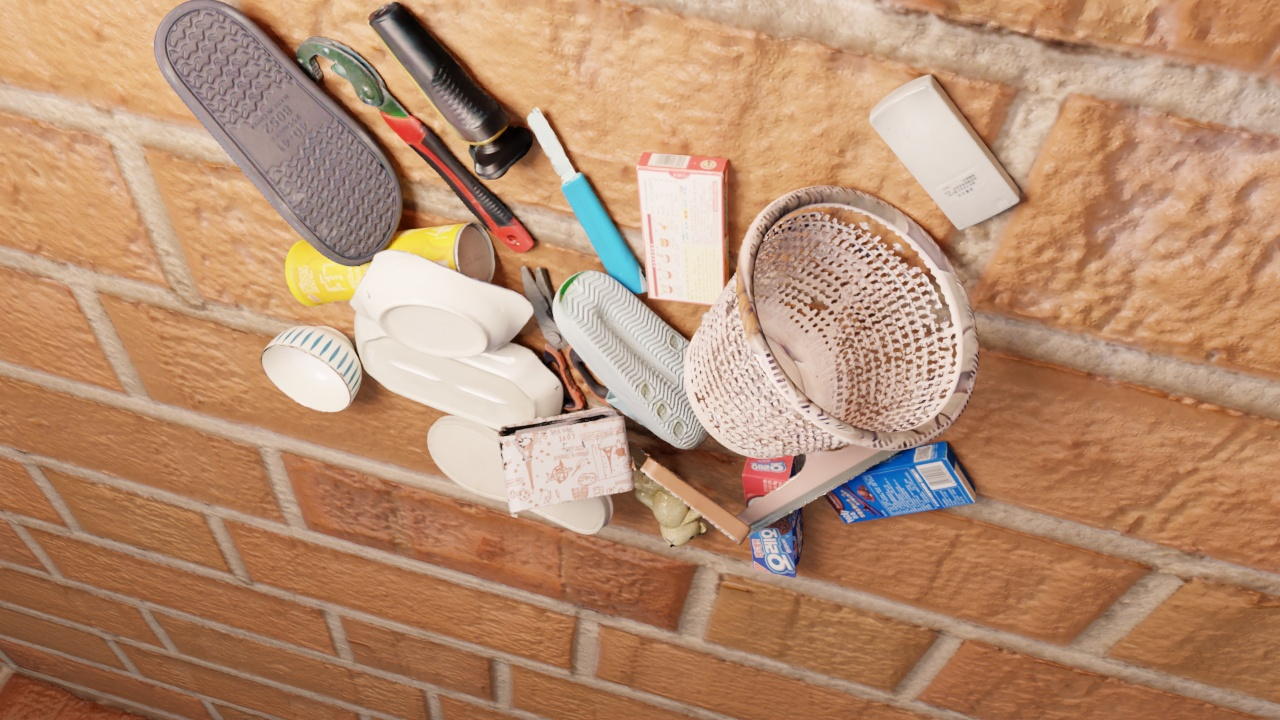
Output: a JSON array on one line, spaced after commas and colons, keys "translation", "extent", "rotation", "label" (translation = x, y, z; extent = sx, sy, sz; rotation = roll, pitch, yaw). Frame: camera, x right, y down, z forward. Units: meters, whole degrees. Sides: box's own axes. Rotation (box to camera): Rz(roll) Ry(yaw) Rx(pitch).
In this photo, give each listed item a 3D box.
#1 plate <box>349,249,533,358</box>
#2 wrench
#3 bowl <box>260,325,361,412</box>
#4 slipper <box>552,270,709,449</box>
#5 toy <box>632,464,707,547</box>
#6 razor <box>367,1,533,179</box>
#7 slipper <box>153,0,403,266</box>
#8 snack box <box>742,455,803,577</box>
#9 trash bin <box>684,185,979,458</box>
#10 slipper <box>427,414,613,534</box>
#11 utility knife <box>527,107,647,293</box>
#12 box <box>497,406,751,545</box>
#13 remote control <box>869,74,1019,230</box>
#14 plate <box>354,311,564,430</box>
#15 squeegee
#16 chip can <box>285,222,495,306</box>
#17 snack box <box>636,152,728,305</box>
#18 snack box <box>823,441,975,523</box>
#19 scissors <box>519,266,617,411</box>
[{"translation": [-0.203, -0.042, 0.918], "extent": [0.163, 0.034, 0.165], "rotation": [20, 151, -21], "label": "plate"}, {"translation": [-0.201, -0.196, 0.855], "extent": [0.056, 0.016, 0.273], "rotation": [-24, 124, 42], "label": "wrench"}, {"translation": [-0.385, 0.001, 1.100], "extent": [0.116, 0.066, 0.117], "rotation": [13, 139, 11], "label": "bowl"}, {"translation": [-0.006, 0.005, 0.937], "extent": [0.074, 0.103, 0.245], "rotation": [-9, 137, 47], "label": "slipper"}, {"translation": [0.032, 0.179, 1.140], "extent": [0.105, 0.066, 0.157], "rotation": [1, 143, 28], "label": "toy"}, {"translation": [-0.165, -0.231, 0.783], "extent": [0.167, 0.062, 0.068], "rotation": [48, 163, -23], "label": "razor"}, {"translation": [-0.324, -0.207, 0.842], "extent": [0.268, 0.110, 0.083], "rotation": [53, 168, -34], "label": "slipper"}, {"translation": [0.163, 0.182, 1.103], "extent": [0.058, 0.057, 0.208], "rotation": [6, 138, 18], "label": "snack box"}, {"translation": [0.143, -0.008, 0.804], "extent": [0.227, 0.226, 0.193], "rotation": [29, 151, -11], "label": "trash bin"}, {"translation": [-0.149, 0.135, 1.149], "extent": [0.275, 0.054, 0.114], "rotation": [18, 122, 23], "label": "slipper"}, {"translation": [-0.049, -0.143, 0.853], "extent": [0.034, 0.018, 0.216], "rotation": [-7, 135, 29], "label": "utility knife"}, {"translation": [-0.022, 0.116, 0.978], "extent": [0.273, 0.125, 0.179], "rotation": [14, 179, -7], "label": "box"}, {"translation": [0.240, -0.162, 0.724], "extent": [0.135, 0.019, 0.056], "rotation": [41, 135, -23], "label": "remote control"}, {"translation": [-0.219, 0.017, 1.070], "extent": [0.266, 0.034, 0.162], "rotation": [20, 141, 4], "label": "plate"}, {"translation": [0.138, 0.039, 0.962], "extent": [0.248, 0.040, 0.249], "rotation": [-32, 111, 17], "label": "squeegee"}, {"translation": [-0.259, -0.098, 0.942], "extent": [0.214, 0.071, 0.072], "rotation": [-3, 135, 23], "label": "chip can"}, {"translation": [0.041, -0.117, 0.843], "extent": [0.077, 0.026, 0.156], "rotation": [7, 138, 12], "label": "snack box"}, {"translation": [0.284, 0.140, 1.033], "extent": [0.157, 0.026, 0.084], "rotation": [-17, 128, 34], "label": "snack box"}, {"translation": [-0.076, -0.017, 1.006], "extent": [0.196, 0.015, 0.206], "rotation": [28, 139, -9], "label": "scissors"}]
